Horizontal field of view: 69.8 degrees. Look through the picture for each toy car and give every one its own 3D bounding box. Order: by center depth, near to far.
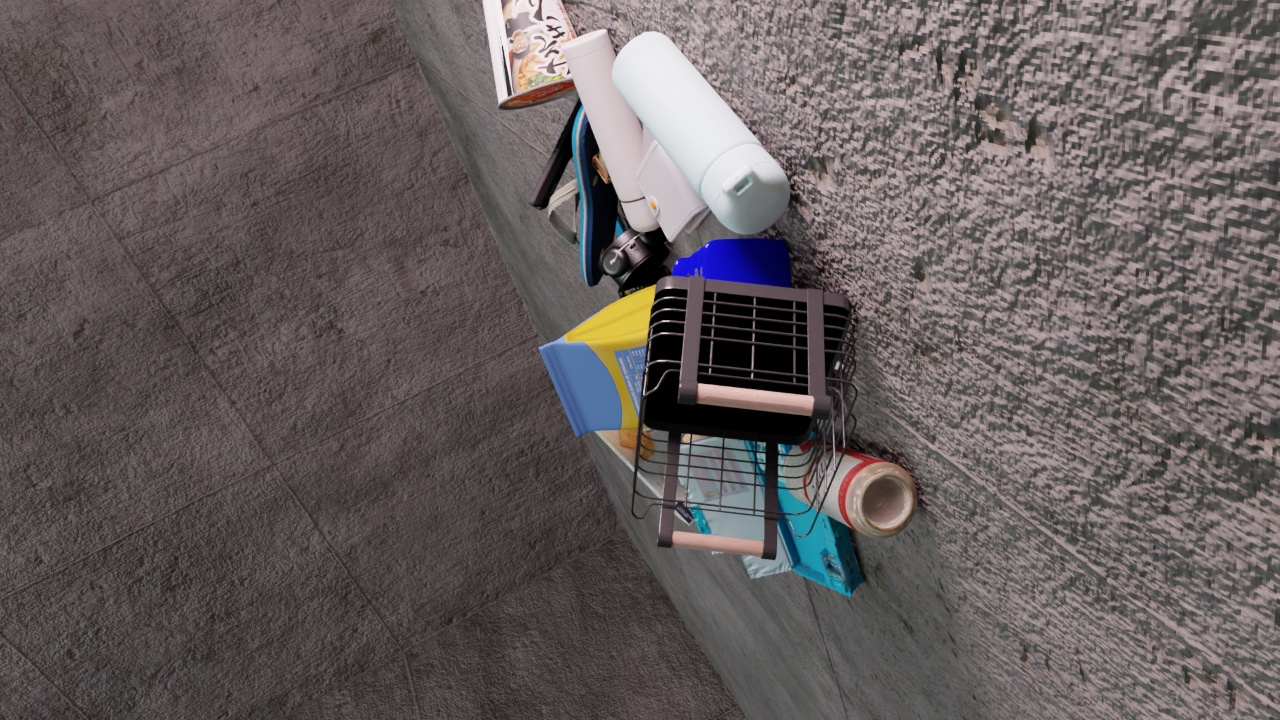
[{"bbox_3d":[-0.031,-0.239,1.115,0.047,0.047,0.112,57,169,15],"label":"toy car"}]

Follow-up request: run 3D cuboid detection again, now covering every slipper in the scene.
[{"bbox_3d":[-0.074,-0.220,1.200,0.060,0.118,0.295,18,147,14],"label":"slipper"}]

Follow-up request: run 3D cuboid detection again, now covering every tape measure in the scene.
[{"bbox_3d":[0.005,-0.104,1.226,0.067,0.063,0.038,-68,-35,-50],"label":"tape measure"}]

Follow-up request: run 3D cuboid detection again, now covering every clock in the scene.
[{"bbox_3d":[-0.007,-0.133,1.150,0.042,0.091,0.121,51,174,11],"label":"clock"}]

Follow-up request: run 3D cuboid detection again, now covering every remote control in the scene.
[{"bbox_3d":[-0.098,-0.260,1.168,0.022,0.150,0.047,28,-174,6],"label":"remote control"}]

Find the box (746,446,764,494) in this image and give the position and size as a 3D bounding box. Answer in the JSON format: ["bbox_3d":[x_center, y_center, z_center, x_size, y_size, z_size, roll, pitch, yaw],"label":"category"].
[{"bbox_3d":[0.153,0.133,1.195,0.209,0.034,0.127,78,173,-56],"label":"box"}]

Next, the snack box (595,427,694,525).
[{"bbox_3d":[0.031,0.124,1.300,0.208,0.104,0.057,47,174,-12],"label":"snack box"}]

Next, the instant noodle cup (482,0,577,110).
[{"bbox_3d":[-0.127,-0.375,1.086,0.124,0.123,0.122,-161,54,-76],"label":"instant noodle cup"}]

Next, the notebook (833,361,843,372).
[{"bbox_3d":[0.095,0.000,0.907,0.210,0.142,0.009,149,134,-80],"label":"notebook"}]

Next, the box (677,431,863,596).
[{"bbox_3d":[0.150,0.168,1.054,0.182,0.071,0.227,-3,124,32],"label":"box"}]

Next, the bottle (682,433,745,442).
[{"bbox_3d":[0.106,0.084,1.067,0.043,0.111,0.043,156,91,-84],"label":"bottle"}]

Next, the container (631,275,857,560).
[{"bbox_3d":[0.080,0.053,0.774,0.242,0.163,0.130,95,-178,-52],"label":"container"}]

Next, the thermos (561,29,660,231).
[{"bbox_3d":[-0.023,-0.251,1.029,0.052,0.052,0.224,44,159,62],"label":"thermos"}]

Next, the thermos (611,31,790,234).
[{"bbox_3d":[0.050,-0.193,0.779,0.206,0.065,0.078,57,-169,29],"label":"thermos"}]

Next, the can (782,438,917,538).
[{"bbox_3d":[0.190,0.116,0.860,0.067,0.067,0.170,65,170,-9],"label":"can"}]

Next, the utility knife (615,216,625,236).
[{"bbox_3d":[-0.017,-0.160,1.340,0.175,0.015,0.031,65,165,-7],"label":"utility knife"}]

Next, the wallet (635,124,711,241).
[{"bbox_3d":[0.028,-0.194,0.969,0.115,0.037,0.118,62,166,2],"label":"wallet"}]

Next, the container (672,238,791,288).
[{"bbox_3d":[0.083,-0.063,0.849,0.114,0.084,0.085,163,104,-78],"label":"container"}]

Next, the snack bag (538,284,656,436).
[{"bbox_3d":[-0.007,0.007,1.150,0.102,0.205,0.159,-112,2,-53],"label":"snack bag"}]
